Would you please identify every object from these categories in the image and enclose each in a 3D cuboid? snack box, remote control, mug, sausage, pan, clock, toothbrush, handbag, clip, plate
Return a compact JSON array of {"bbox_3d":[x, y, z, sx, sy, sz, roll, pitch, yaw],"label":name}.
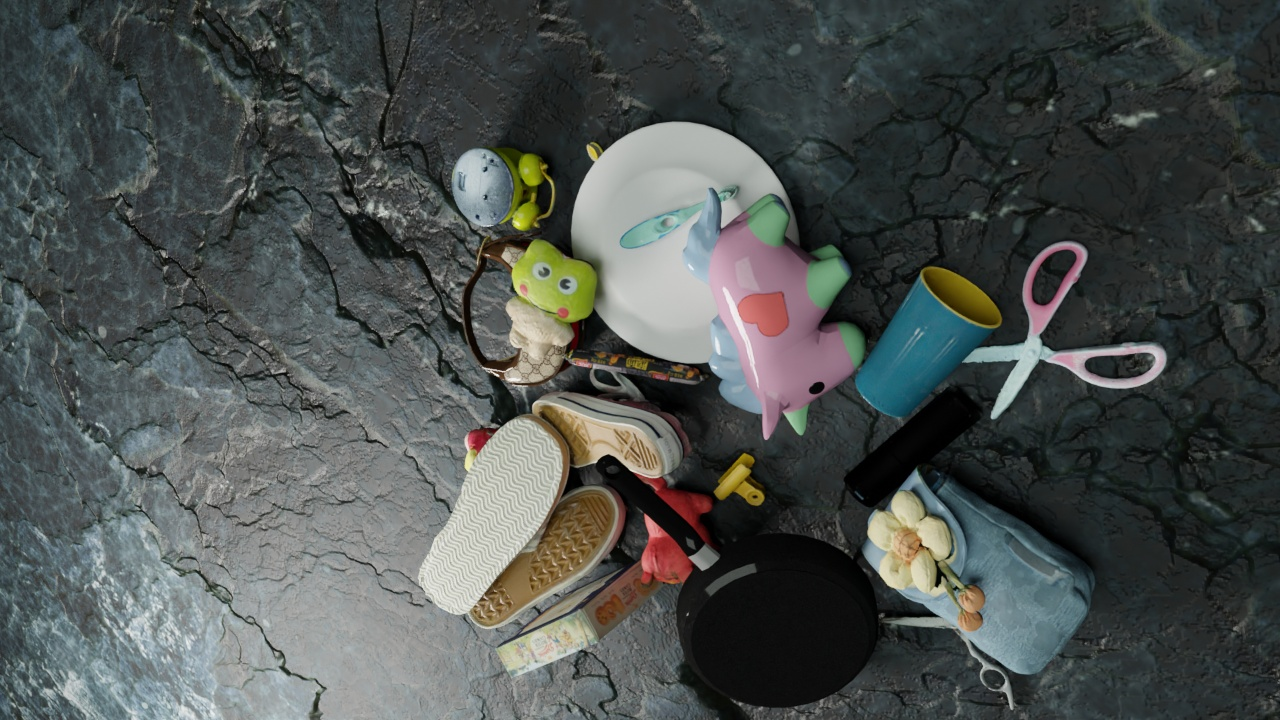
[{"bbox_3d":[-0.068,0.288,1.037,0.145,0.144,0.042,-32,86,33],"label":"snack box"},{"bbox_3d":[0.252,0.084,0.860,0.041,0.020,0.152,45,121,8],"label":"remote control"},{"bbox_3d":[0.245,-0.012,0.803,0.078,0.078,0.122,39,126,13],"label":"mug"},{"bbox_3d":[-0.006,0.006,0.955,0.155,0.020,0.020,10,112,5],"label":"sausage"},{"bbox_3d":[0.085,0.218,0.903,0.204,0.044,0.355,-40,108,19],"label":"pan"},{"bbox_3d":[-0.143,-0.183,0.974,0.119,0.056,0.083,20,114,24],"label":"clock"},{"bbox_3d":[-0.017,-0.164,0.932,0.021,0.016,0.135,-32,89,29],"label":"toothbrush"},{"bbox_3d":[0.292,0.188,0.813,0.192,0.118,0.122,38,114,20],"label":"handbag"},{"bbox_3d":[0.106,0.130,0.954,0.054,0.045,0.048,-51,54,30],"label":"clip"},{"bbox_3d":[0.033,-0.136,0.879,0.135,0.017,0.022,-22,105,29],"label":"toothbrush"},{"bbox_3d":[-0.133,-0.057,1.000,0.138,0.063,0.166,4,106,18],"label":"handbag"},{"bbox_3d":[0.036,-0.110,0.908,0.243,0.016,0.243,8,112,22],"label":"plate"}]

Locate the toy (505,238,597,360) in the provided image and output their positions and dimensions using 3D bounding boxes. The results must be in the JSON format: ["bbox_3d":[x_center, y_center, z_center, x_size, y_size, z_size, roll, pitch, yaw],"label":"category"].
[{"bbox_3d":[-0.096,-0.058,0.931,0.092,0.043,0.118,28,107,3],"label":"toy"}]

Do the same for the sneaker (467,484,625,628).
[{"bbox_3d":[-0.102,0.232,1.081,0.236,0.079,0.087,-42,75,15],"label":"sneaker"}]

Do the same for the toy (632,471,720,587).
[{"bbox_3d":[0.027,0.177,0.975,0.088,0.093,0.133,-25,92,35],"label":"toy"}]

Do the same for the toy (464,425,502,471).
[{"bbox_3d":[-0.159,0.142,1.091,0.106,0.067,0.137,-12,107,34],"label":"toy"}]

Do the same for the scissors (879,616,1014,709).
[{"bbox_3d":[0.315,0.266,0.889,0.142,0.014,0.175,-31,91,31],"label":"scissors"}]

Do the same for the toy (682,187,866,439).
[{"bbox_3d":[0.111,-0.045,0.838,0.222,0.120,0.171,39,107,-10],"label":"toy"}]

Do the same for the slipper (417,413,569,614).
[{"bbox_3d":[-0.164,0.176,1.034,0.114,0.054,0.273,38,111,15],"label":"slipper"}]

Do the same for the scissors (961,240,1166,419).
[{"bbox_3d":[0.355,-0.010,0.774,0.168,0.014,0.171,29,118,19],"label":"scissors"}]

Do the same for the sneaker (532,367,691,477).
[{"bbox_3d":[-0.025,0.065,0.975,0.241,0.087,0.118,6,123,50],"label":"sneaker"}]
